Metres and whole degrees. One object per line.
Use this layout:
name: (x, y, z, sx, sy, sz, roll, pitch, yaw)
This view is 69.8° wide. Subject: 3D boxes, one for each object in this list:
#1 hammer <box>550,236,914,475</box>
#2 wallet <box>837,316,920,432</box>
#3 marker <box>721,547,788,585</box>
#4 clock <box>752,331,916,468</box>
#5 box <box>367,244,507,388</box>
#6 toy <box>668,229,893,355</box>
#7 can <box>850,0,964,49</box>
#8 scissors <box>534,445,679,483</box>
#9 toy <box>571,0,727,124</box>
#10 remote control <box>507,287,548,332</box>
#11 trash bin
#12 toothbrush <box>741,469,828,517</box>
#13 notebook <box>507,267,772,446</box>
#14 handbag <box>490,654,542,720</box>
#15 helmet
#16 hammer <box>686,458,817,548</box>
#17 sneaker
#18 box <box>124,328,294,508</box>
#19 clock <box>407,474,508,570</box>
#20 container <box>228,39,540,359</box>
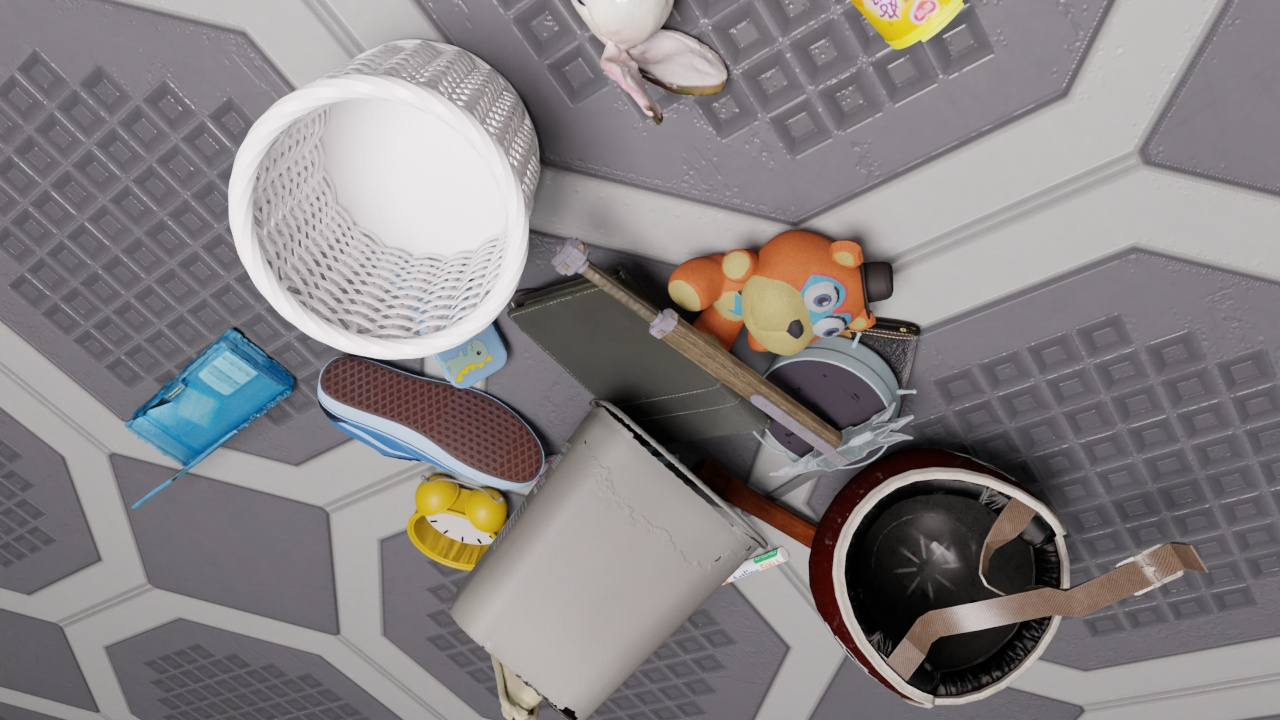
hammer: (0.057, 0.001, 0.743, 0.316, 0.028, 0.147, 35, 138, -20)
wallet: (0.205, 0.016, 0.829, 0.072, 0.019, 0.123, 9, 130, 12)
marker: (0.104, 0.243, 1.043, 0.146, 0.017, 0.017, -30, 117, 32)
clock: (0.160, 0.042, 0.823, 0.122, 0.045, 0.160, 45, 136, -8)
box: (-0.190, -0.065, 0.834, 0.069, 0.063, 0.210, -11, 126, 18)
toy: (0.116, -0.056, 0.752, 0.176, 0.096, 0.112, -16, 134, 13)
can: (0.157, -0.258, 0.585, 0.105, 0.067, 0.068, 40, 127, -18)
scissors: (-0.026, 0.130, 0.988, 0.179, 0.016, 0.108, -15, 123, 20)
toy: (-0.007, -0.270, 0.603, 0.106, 0.130, 0.206, 14, 126, 23)
remote control: (-0.064, -0.052, 0.847, 0.125, 0.009, 0.046, -8, 126, 20)
trash bin: (-0.040, 0.181, 0.836, 0.197, 0.197, 0.220, 42, 83, -3)
toothbrush: (0.162, 0.123, 0.934, 0.013, 0.013, 0.168, 37, 129, -17)
notebook: (-0.005, 0.005, 0.829, 0.170, 0.029, 0.209, -11, 130, 48)
handbag: (-0.070, 0.307, 1.044, 0.132, 0.183, 0.230, 28, 114, -13)
helmet: (0.273, 0.186, 0.806, 0.234, 0.253, 0.233, 37, 90, 13)
hammer: (0.177, 0.182, 0.958, 0.300, 0.028, 0.111, 31, 128, -17)
sneaker: (-0.216, 0.073, 0.954, 0.241, 0.083, 0.098, 23, 149, -3)
box: (-0.487, 0.073, 0.989, 0.232, 0.109, 0.094, -29, 118, 31)
clock: (-0.206, 0.184, 1.052, 0.113, 0.051, 0.152, 15, 135, 1)
container: (-0.171, -0.125, 0.667, 0.189, 0.186, 0.189, -1, 117, -2)
